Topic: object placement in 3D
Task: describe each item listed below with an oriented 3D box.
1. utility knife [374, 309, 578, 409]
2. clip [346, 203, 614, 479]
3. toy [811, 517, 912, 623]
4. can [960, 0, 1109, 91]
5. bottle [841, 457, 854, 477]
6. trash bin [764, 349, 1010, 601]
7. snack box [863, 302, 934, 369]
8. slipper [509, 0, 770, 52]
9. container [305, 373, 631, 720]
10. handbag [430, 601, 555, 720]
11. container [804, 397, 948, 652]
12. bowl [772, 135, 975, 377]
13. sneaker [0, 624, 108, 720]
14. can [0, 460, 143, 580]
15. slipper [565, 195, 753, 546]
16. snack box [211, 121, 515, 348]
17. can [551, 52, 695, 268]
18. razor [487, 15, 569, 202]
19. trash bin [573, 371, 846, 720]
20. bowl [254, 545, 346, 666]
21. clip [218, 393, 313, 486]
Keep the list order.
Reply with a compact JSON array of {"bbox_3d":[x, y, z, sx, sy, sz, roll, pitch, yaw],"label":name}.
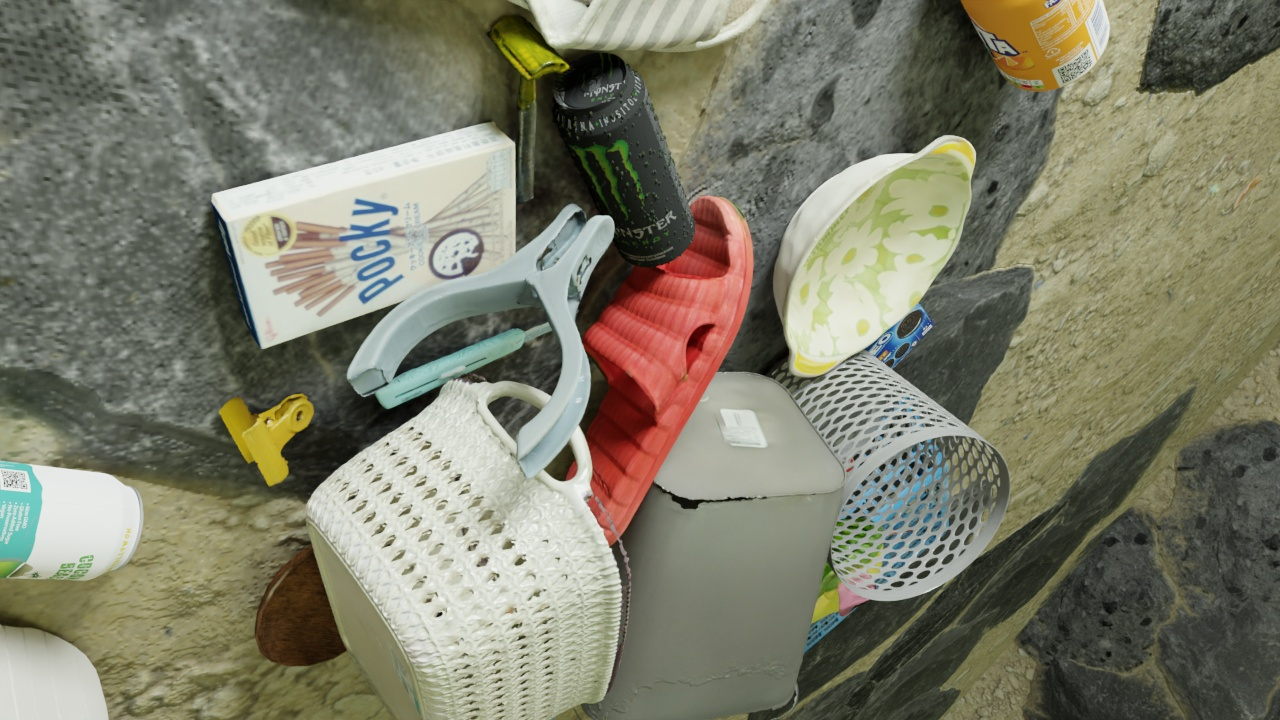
[{"bbox_3d":[-0.103,-0.005,0.590,0.147,0.015,0.022,-26,147,-28],"label":"utility knife"},{"bbox_3d":[-0.095,-0.020,0.496,0.164,0.172,0.031,3,145,12],"label":"clip"},{"bbox_3d":[0.171,0.197,0.877,0.190,0.087,0.238,-37,179,10],"label":"toy"},{"bbox_3d":[0.269,-0.250,0.631,0.079,0.079,0.142,-52,144,13],"label":"can"},{"bbox_3d":[0.135,0.131,0.924,0.176,0.062,0.062,-18,138,-31],"label":"bottle"},{"bbox_3d":[0.190,0.083,0.784,0.156,0.183,0.157,-9,119,-16],"label":"trash bin"},{"bbox_3d":[0.214,-0.002,0.889,0.150,0.027,0.082,-49,144,9],"label":"snack box"},{"bbox_3d":[-0.022,-0.204,0.425,0.272,0.054,0.115,-4,135,-41],"label":"slipper"},{"bbox_3d":[-0.107,0.142,0.578,0.143,0.185,0.252,-32,148,-31],"label":"container"},{"bbox_3d":[-0.131,0.257,0.755,0.118,0.122,0.192,-34,141,-20],"label":"handbag"},{"bbox_3d":[0.225,0.233,1.096,0.362,0.089,0.257,-38,145,-6],"label":"container"},{"bbox_3d":[0.170,-0.089,0.724,0.188,0.060,0.220,4,124,-46],"label":"bowl"},{"bbox_3d":[-0.385,0.171,0.448,0.104,0.090,0.237,-32,148,-6],"label":"sneaker"},{"bbox_3d":[-0.303,0.077,0.444,0.055,0.055,0.101,-52,144,13],"label":"can"},{"bbox_3d":[-0.004,0.003,0.600,0.059,0.103,0.249,22,93,-30],"label":"slipper"},{"bbox_3d":[-0.136,-0.067,0.478,0.149,0.026,0.082,-24,142,-26],"label":"snack box"},{"bbox_3d":[-0.007,-0.111,0.533,0.054,0.054,0.138,-38,145,-7],"label":"can"},{"bbox_3d":[-0.061,-0.125,0.489,0.026,0.042,0.106,-26,152,-25],"label":"razor"},{"bbox_3d":[0.041,0.141,0.721,0.197,0.197,0.221,0,123,-20],"label":"trash bin"},{"bbox_3d":[-0.219,0.160,0.633,0.102,0.026,0.114,-57,149,-6],"label":"bowl"},{"bbox_3d":[-0.212,0.040,0.524,0.048,0.046,0.054,-3,138,1],"label":"clip"}]
